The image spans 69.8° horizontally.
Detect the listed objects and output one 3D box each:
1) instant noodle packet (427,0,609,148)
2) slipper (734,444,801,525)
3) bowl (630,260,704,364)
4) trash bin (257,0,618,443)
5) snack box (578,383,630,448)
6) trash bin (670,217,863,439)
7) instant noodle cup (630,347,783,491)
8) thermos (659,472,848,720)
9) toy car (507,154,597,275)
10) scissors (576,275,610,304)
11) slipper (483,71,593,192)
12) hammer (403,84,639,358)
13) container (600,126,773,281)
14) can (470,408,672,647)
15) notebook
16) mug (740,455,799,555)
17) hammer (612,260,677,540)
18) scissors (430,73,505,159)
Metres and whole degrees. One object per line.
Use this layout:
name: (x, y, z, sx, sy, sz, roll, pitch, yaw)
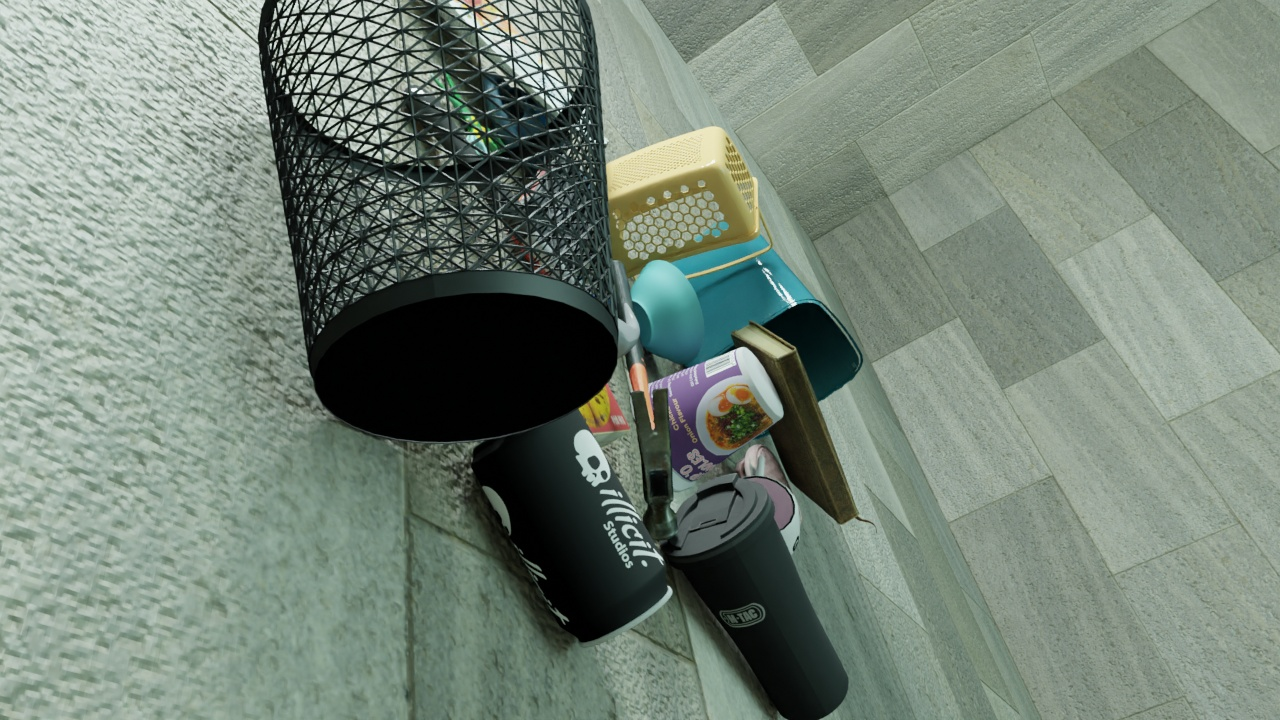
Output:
instant noodle packet: (-0.134, -0.336, 1.016, 0.269, 0.057, 0.146, 43, 14, -8)
slipper: (0.154, 0.158, 1.105, 0.106, 0.056, 0.221, 64, 7, 12)
bowl: (0.014, -0.047, 1.024, 0.046, 0.121, 0.121, -21, 78, -32)
trash bin: (-0.114, -0.095, 0.551, 0.217, 0.217, 0.243, 34, 37, -53)
snack box: (-0.078, 0.004, 0.738, 0.145, 0.040, 0.142, 63, 17, 11)
trash bin: (0.140, -0.054, 1.207, 0.196, 0.199, 0.218, 42, 18, -45)
instant noodle cup: (0.074, 0.055, 0.940, 0.122, 0.122, 0.136, 49, 21, -31)
thermos: (0.109, 0.218, 0.824, 0.218, 0.106, 0.105, 61, 17, -14)
toy car: (-0.087, -0.148, 0.936, 0.081, 0.056, 0.189, 51, 26, -21)
scissors: (-0.034, -0.039, 0.980, 0.125, 0.013, 0.129, 55, 16, -19)
slipper: (-0.106, -0.250, 1.043, 0.213, 0.059, 0.103, 43, 22, -46)
hammer: (-0.107, -0.124, 0.800, 0.311, 0.029, 0.125, 51, 14, 11)
container: (0.051, -0.170, 1.105, 0.129, 0.184, 0.167, -84, 151, -46)
can: (-0.045, 0.105, 0.602, 0.146, 0.080, 0.080, 60, 18, 2)
notebook: (0.177, 0.073, 1.007, 0.215, 0.034, 0.190, 66, -7, -19)
mug: (0.119, 0.156, 0.943, 0.076, 0.090, 0.123, 91, 8, -47)
hammer: (-0.005, 0.005, 0.879, 0.332, 0.033, 0.133, -102, -174, -53)
scissors: (-0.171, -0.234, 0.918, 0.130, 0.012, 0.116, 48, 21, -36)
